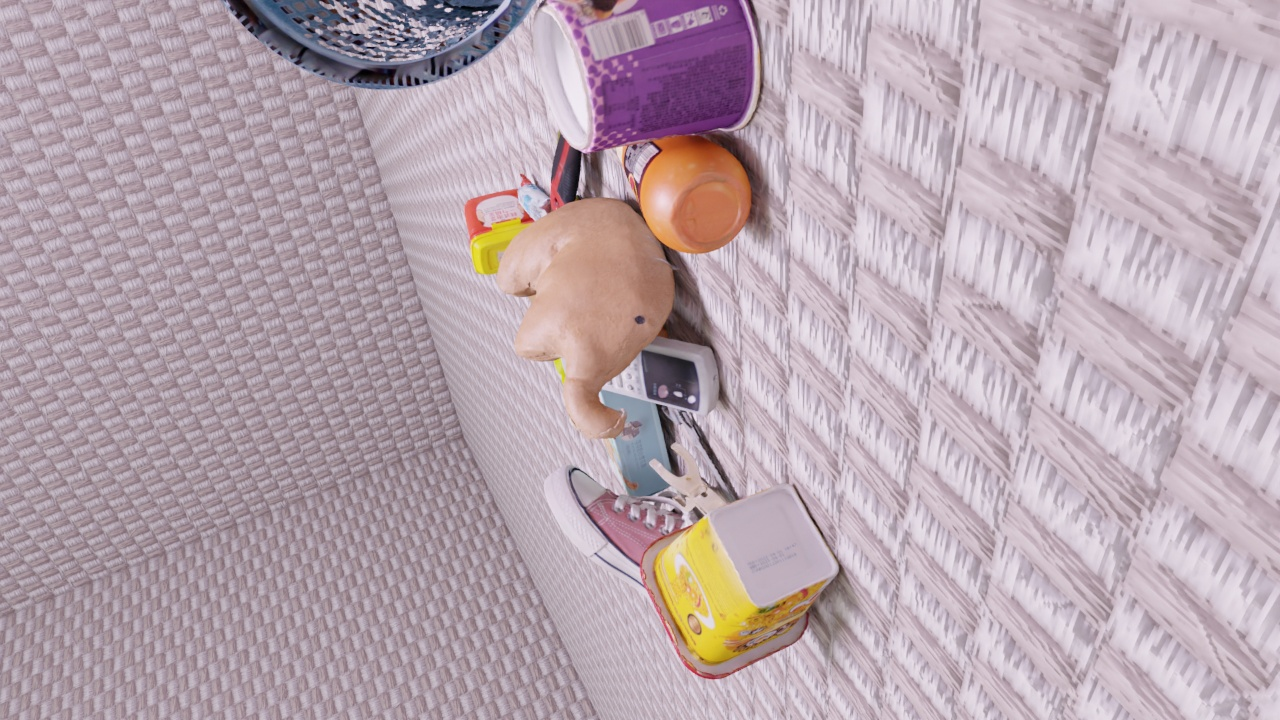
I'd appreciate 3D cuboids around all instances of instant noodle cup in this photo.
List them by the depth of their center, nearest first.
[{"bbox_3d":[-0.002,-0.171,0.519,0.112,0.099,0.111,158,90,-76],"label":"instant noodle cup"},{"bbox_3d":[0.076,0.158,0.681,0.116,0.116,0.124,62,152,23],"label":"instant noodle cup"}]

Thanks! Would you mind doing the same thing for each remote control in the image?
[{"bbox_3d":[-0.004,0.004,0.756,0.150,0.021,0.058,13,126,32],"label":"remote control"}]

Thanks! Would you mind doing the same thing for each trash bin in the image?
[{"bbox_3d":[-0.129,-0.293,0.558,0.194,0.227,0.227,-65,-38,-64],"label":"trash bin"}]

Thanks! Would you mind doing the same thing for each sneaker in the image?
[{"bbox_3d":[0.019,0.171,0.869,0.241,0.088,0.118,41,-164,1],"label":"sneaker"}]

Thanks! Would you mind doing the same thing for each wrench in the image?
[{"bbox_3d":[-0.055,-0.209,0.750,0.056,0.016,0.274,54,154,24],"label":"wrench"}]

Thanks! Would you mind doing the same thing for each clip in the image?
[{"bbox_3d":[0.052,0.122,0.824,0.102,0.035,0.095,45,166,36],"label":"clip"}]

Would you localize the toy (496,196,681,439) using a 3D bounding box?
[{"bbox_3d":[-0.036,-0.044,0.722,0.082,0.143,0.225,45,-164,-45],"label":"toy"}]

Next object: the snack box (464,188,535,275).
[{"bbox_3d":[-0.164,-0.157,1.096,0.082,0.091,0.080,96,156,-59],"label":"snack box"}]

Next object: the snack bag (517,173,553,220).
[{"bbox_3d":[-0.114,-0.173,1.018,0.105,0.026,0.045,-132,34,-49],"label":"snack bag"}]

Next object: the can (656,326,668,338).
[{"bbox_3d":[-0.032,-0.062,0.832,0.146,0.058,0.058,59,162,30],"label":"can"}]

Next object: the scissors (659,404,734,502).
[{"bbox_3d":[0.049,0.064,0.809,0.175,0.014,0.133,44,152,57],"label":"scissors"}]

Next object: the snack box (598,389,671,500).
[{"bbox_3d":[-0.014,0.056,0.907,0.074,0.051,0.175,-120,12,-46],"label":"snack box"}]

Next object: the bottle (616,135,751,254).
[{"bbox_3d":[0.018,-0.123,0.593,0.149,0.066,0.067,-121,17,-54],"label":"bottle"}]

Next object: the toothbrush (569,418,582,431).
[{"bbox_3d":[-0.056,0.042,0.992,0.029,0.020,0.189,46,-171,-7],"label":"toothbrush"}]

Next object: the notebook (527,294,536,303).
[{"bbox_3d":[-0.123,-0.068,1.197,0.207,0.008,0.148,56,166,38],"label":"notebook"}]

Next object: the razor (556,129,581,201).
[{"bbox_3d":[-0.062,-0.182,0.842,0.133,0.028,0.043,92,156,-50],"label":"razor"}]

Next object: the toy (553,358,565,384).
[{"bbox_3d":[-0.077,0.027,1.124,0.100,0.031,0.097,58,161,-14],"label":"toy"}]
